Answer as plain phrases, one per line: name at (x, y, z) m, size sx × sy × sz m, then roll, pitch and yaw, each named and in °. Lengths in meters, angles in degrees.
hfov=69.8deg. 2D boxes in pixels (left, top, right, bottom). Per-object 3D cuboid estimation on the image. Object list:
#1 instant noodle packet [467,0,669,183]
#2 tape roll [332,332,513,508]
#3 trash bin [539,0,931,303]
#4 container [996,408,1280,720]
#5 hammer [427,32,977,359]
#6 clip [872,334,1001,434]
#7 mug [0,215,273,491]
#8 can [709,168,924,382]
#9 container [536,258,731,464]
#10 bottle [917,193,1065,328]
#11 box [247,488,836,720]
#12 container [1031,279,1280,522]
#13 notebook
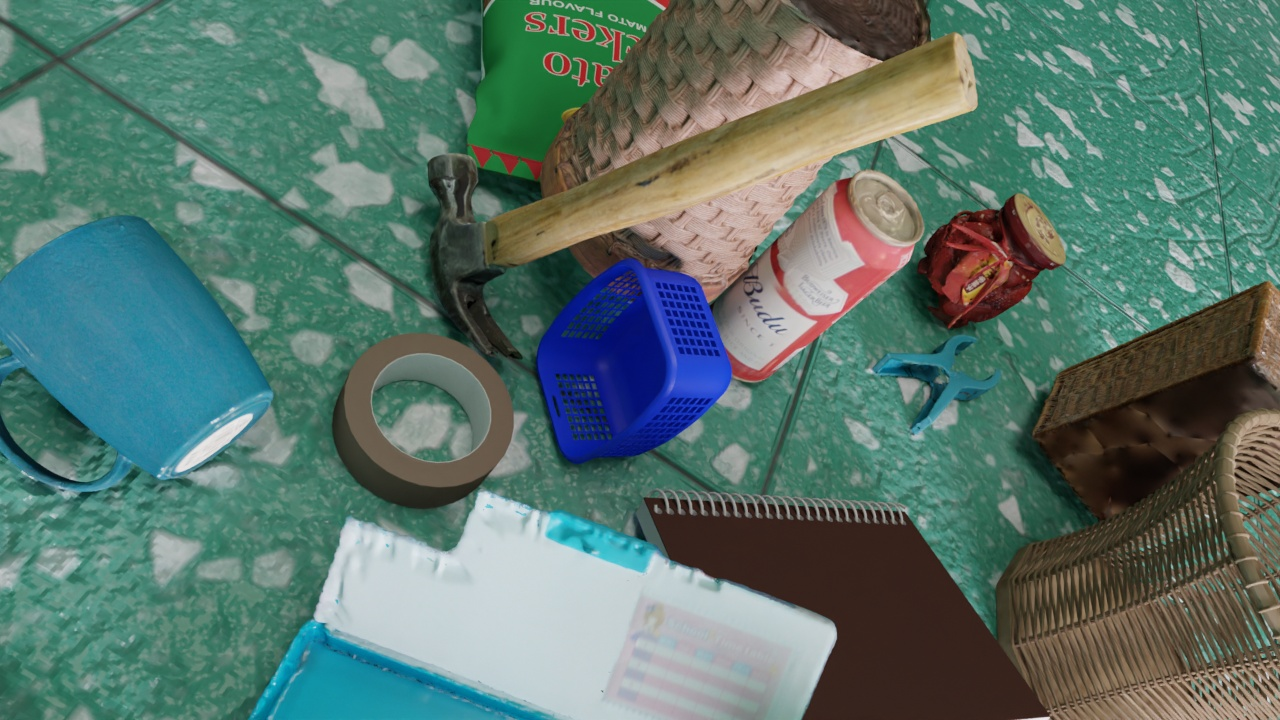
instant noodle packet at (-0.034, -0.236, 0.690) m, size 0.195 × 0.091 × 0.252 m, roll 8°, pitch 69°, yaw -29°
tape roll at (-0.119, 0.032, 0.506) m, size 0.093 × 0.030 × 0.093 m, roll 16°, pitch 54°, yaw -23°
trash bin at (0.051, -0.144, 0.539) m, size 0.151 × 0.211 × 0.151 m, roll 16°, pitch 56°, yaw -25°
container at (0.380, 0.176, 0.606) m, size 0.226 × 0.197 × 0.226 m, roll 16°, pitch 54°, yaw -23°
hammer at (0.005, -0.087, 0.475) m, size 0.033 × 0.331 × 0.132 m, roll 8°, pitch 74°, yaw -51°
clip at (0.254, 0.026, 0.744) m, size 0.126 × 0.028 × 0.113 m, roll -28°, pitch 80°, yaw -40°
mug at (-0.240, 0.008, 0.424) m, size 0.112 × 0.084 × 0.104 m, roll -42°, pitch 93°, yaw -14°
can at (0.107, -0.050, 0.605) m, size 0.067 × 0.171 × 0.067 m, roll 17°, pitch 53°, yaw -24°
container at (-0.003, 0.003, 0.543) m, size 0.058 × 0.114 × 0.096 m, roll 3°, pitch 59°, yaw -40°
bottle at (0.289, -0.081, 0.779) m, size 0.099 × 0.111 × 0.098 m, roll 25°, pitch 48°, yaw -31°
box at (-0.047, 0.160, 0.406) m, size 0.227 × 0.074 × 0.180 m, roll 21°, pitch 73°, yaw 0°
container at (0.428, 0.044, 0.722) m, size 0.114 × 0.199 × 0.112 m, roll 52°, pitch 47°, yaw -2°
notebook at (0.114, 0.145, 0.542) m, size 0.209 × 0.022 × 0.171 m, roll 8°, pitch 34°, yaw -28°
